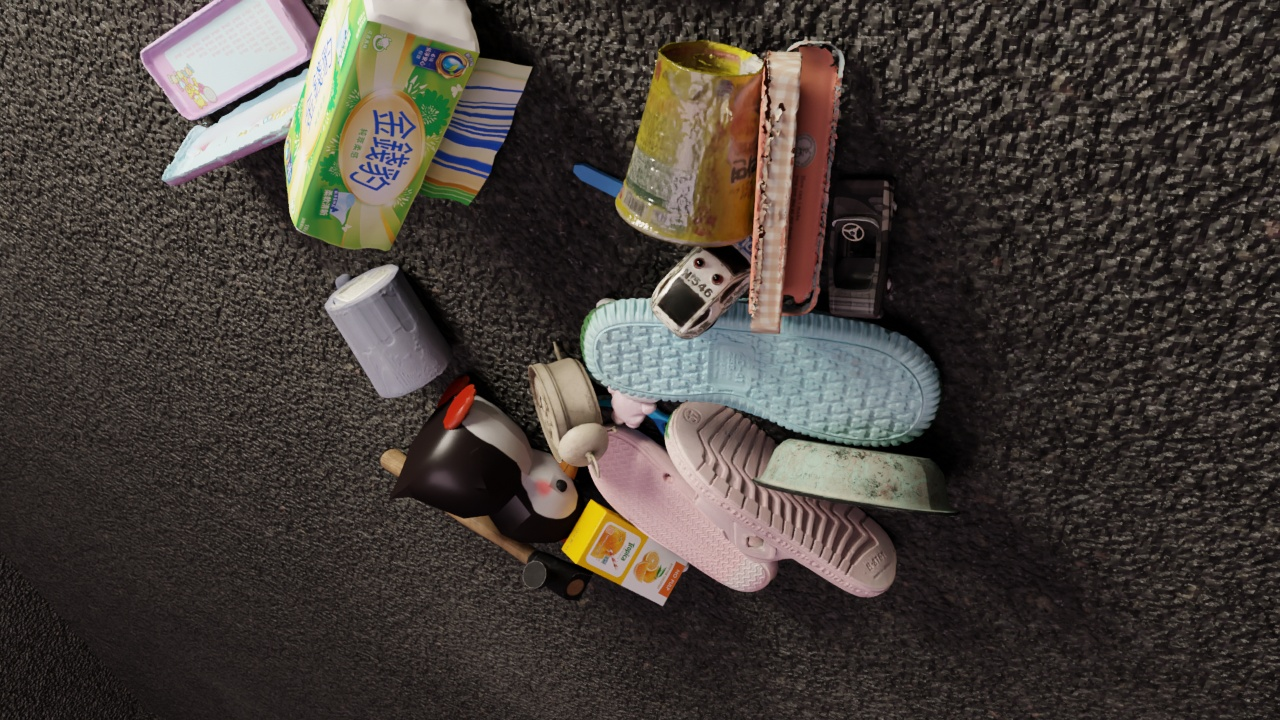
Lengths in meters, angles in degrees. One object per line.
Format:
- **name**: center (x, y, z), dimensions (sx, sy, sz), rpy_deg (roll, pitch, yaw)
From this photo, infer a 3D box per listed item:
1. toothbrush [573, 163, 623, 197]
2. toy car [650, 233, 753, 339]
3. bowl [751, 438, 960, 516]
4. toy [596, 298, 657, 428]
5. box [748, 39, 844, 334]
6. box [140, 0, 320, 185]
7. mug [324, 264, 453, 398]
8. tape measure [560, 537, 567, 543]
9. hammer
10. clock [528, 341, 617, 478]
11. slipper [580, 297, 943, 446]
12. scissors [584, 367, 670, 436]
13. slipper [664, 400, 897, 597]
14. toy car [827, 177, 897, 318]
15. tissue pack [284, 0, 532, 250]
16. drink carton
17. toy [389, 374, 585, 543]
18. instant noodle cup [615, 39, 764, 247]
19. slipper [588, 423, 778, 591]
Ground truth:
- **toothbrush**: center (0.022, -0.113, 0.692), dimensions (0.167, 0.014, 0.016), rpy_deg (28, 139, 14)
- **toy car**: center (0.056, -0.066, 0.644), dimensions (0.048, 0.113, 0.040), rpy_deg (43, 178, 15)
- **bowl**: center (0.167, 0.087, 0.711), dimensions (0.157, 0.038, 0.157), rpy_deg (8, 178, 0)
- **toy**: center (-0.005, 0.005, 0.796), dimensions (0.076, 0.037, 0.126), rpy_deg (21, 128, 27)
- **box**: center (0.096, -0.103, 0.582), dimensions (0.054, 0.076, 0.187), rpy_deg (41, 141, 46)
- **box**: center (-0.348, -0.232, 0.784), dimensions (0.215, 0.062, 0.140), rpy_deg (-7, 90, 38)
- **mug**: center (-0.254, -0.033, 0.908), dimensions (0.124, 0.083, 0.104), rpy_deg (24, 146, 55)
- **tape measure**: center (-0.087, 0.182, 1.035), dimensions (0.052, 0.019, 0.059), rpy_deg (-23, 114, 46)
- **hammer**: center (-0.183, 0.178, 1.037), dimensions (0.306, 0.040, 0.132), rpy_deg (27, 176, 31)
- **clock**: center (-0.058, 0.053, 0.827), dimensions (0.140, 0.054, 0.093), rpy_deg (-122, 21, -44)
- **slipper**: center (0.091, -0.004, 0.703), dimensions (0.276, 0.069, 0.116), rpy_deg (9, 131, 7)
- **scissors**: center (0.004, 0.046, 0.852), dimensions (0.141, 0.013, 0.113), rpy_deg (-4, 124, 33)
- **slipper**: center (0.113, 0.130, 0.799), dimensions (0.239, 0.094, 0.065), rpy_deg (35, 134, -6)
- **toy car**: center (0.144, -0.074, 0.605), dimensions (0.040, 0.037, 0.092), rpy_deg (7, 99, 31)
- **tissue pack**: center (-0.164, -0.179, 0.672), dimensions (0.141, 0.120, 0.198), rpy_deg (7, 144, -33)
- **drink carton**: center (-0.011, 0.198, 0.938), dimensions (0.122, 0.058, 0.040), rpy_deg (33, 175, -27)
- **toy**: center (-0.145, 0.126, 0.933), dimensions (0.184, 0.140, 0.159), rpy_deg (37, 177, -19)
- **instant noodle cup**: center (0.039, -0.143, 0.595), dimensions (0.102, 0.102, 0.108), rpy_deg (20, 127, 16)
- **slipper**: center (0.041, 0.137, 0.882), dimensions (0.221, 0.055, 0.107), rpy_deg (39, 138, 10)
